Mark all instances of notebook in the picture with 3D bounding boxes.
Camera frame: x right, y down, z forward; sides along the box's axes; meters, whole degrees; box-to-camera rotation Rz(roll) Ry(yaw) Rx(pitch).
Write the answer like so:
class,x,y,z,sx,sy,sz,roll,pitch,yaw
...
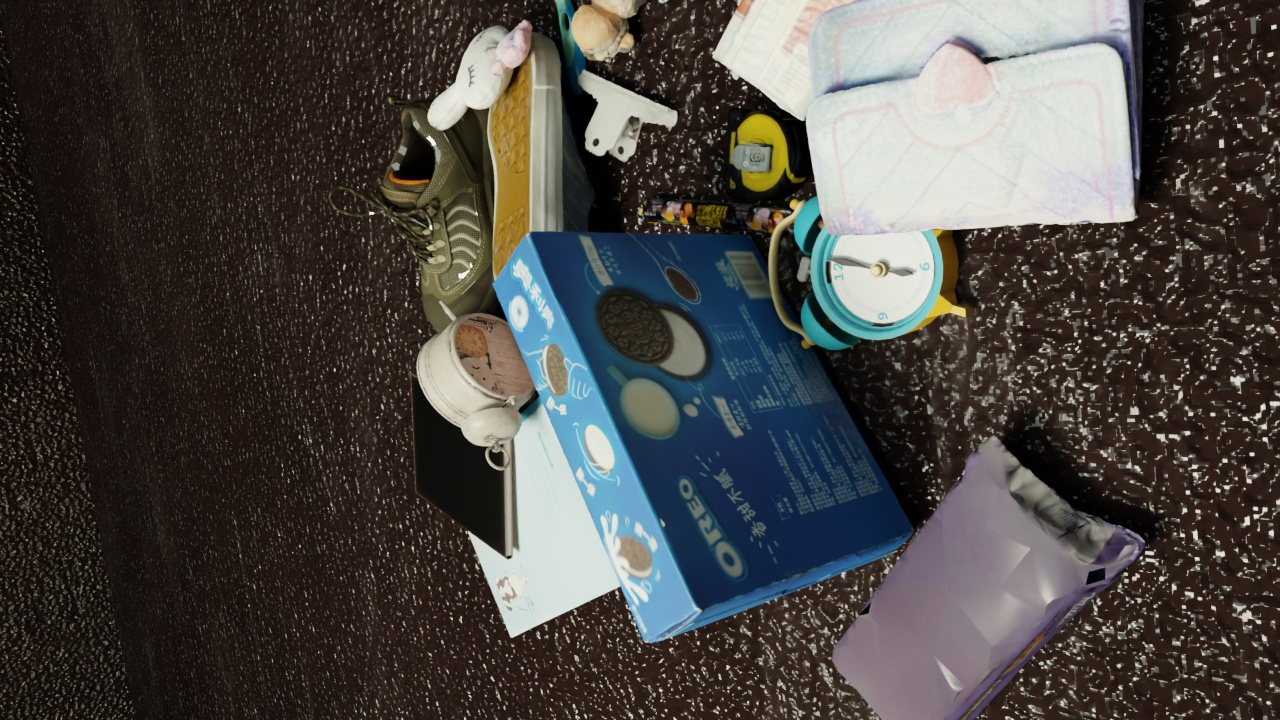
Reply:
class,x,y,z,sx,sy,sz,roll,pitch,yaw
notebook,-0.107,0.155,0.875,0.254,0.009,0.181,-40,70,50
notebook,-0.188,0.102,0.945,0.209,0.008,0.141,18,111,51

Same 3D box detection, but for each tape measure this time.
class,x,y,z,sx,sy,sz,roll,pitch,yaw
tape measure,0.083,-0.136,0.608,0.061,0.034,0.062,12,108,42

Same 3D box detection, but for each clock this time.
class,x,y,z,sx,sy,sz,roll,pitch,yaw
clock,0.137,-0.056,0.567,0.130,0.043,0.099,0,99,39
clock,-0.133,0.023,0.804,0.061,0.103,0.156,-40,53,35

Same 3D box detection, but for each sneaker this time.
class,x,y,z,sx,sy,sz,roll,pitch,yaw
sneaker,-0.070,-0.156,0.733,0.088,0.079,0.235,-29,58,48
sneaker,-0.190,-0.125,0.817,0.101,0.142,0.238,26,118,40

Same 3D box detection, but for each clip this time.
class,x,y,z,sx,sy,sz,roll,pitch,yaw
clip,-0.014,-0.184,0.715,0.102,0.045,0.056,36,116,36

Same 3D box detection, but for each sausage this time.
class,x,y,z,sx,sy,sz,roll,pitch,yaw
sausage,0.052,-0.104,0.658,0.155,0.020,0.020,14,109,44

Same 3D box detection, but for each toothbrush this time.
class,x,y,z,sx,sy,sz,roll,pitch,yaw
toothbrush,-0.061,-0.281,0.741,0.022,0.017,0.135,-10,95,47

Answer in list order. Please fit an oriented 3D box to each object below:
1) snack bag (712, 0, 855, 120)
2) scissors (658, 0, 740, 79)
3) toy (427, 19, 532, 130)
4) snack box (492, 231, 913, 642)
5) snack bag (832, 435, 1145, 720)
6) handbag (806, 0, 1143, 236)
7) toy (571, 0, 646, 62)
class,x,y,z,sx,sy,sz,roll,pitch,yaw
snack bag,0.124,-0.254,0.524,0.077,0.041,0.226,39,126,11
scissors,0.075,-0.273,0.599,0.172,0.023,0.171,15,112,38
toy,-0.125,-0.231,0.730,0.123,0.038,0.079,-20,44,47
snack box,0.040,0.030,0.561,0.056,0.195,0.238,-44,63,42
snack bag,0.191,0.146,0.543,0.096,0.058,0.206,46,129,30
handbag,0.170,-0.130,0.476,0.159,0.069,0.126,1,98,33
toy,-0.033,-0.268,0.671,0.085,0.074,0.106,34,146,28
